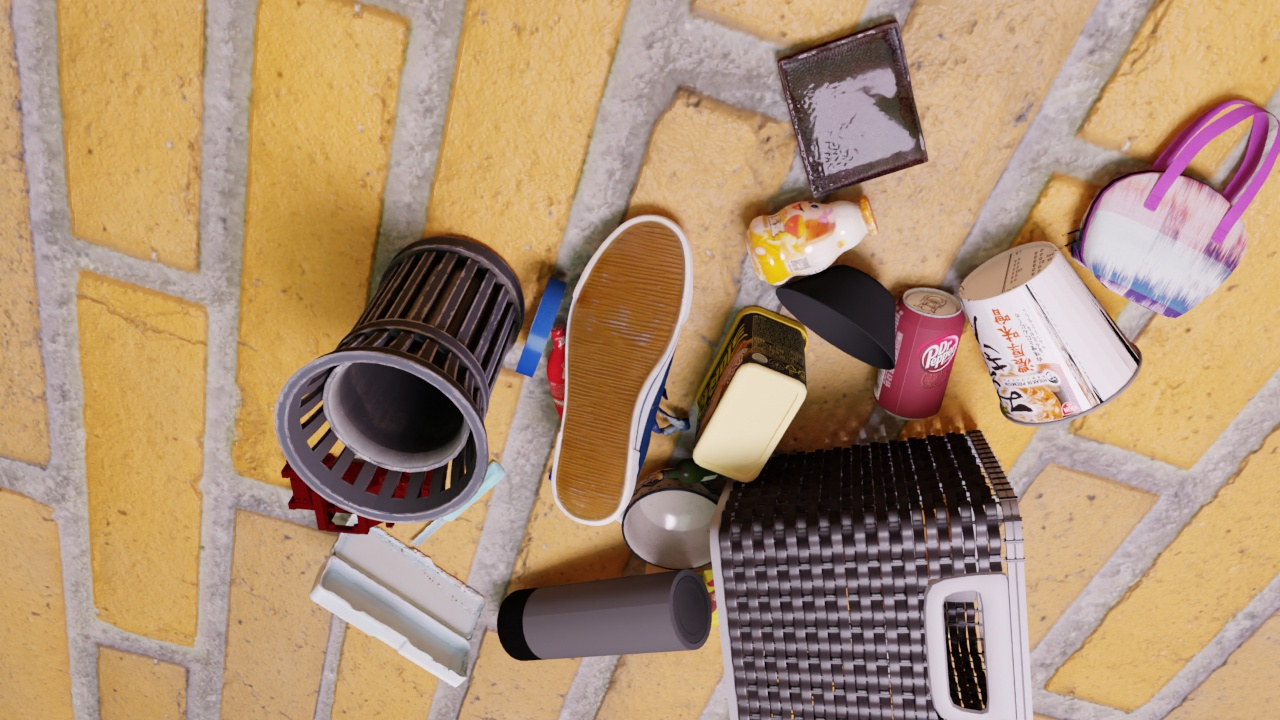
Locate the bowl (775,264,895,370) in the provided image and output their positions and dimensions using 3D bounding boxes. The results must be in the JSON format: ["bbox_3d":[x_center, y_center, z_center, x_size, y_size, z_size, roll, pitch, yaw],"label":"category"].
[{"bbox_3d":[0.186,-0.049,0.814,0.124,0.124,0.052,36,86,-17],"label":"bowl"}]

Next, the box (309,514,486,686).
[{"bbox_3d":[-0.270,0.271,1.035,0.197,0.135,0.043,40,112,-19],"label":"box"}]

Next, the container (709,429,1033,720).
[{"bbox_3d":[0.211,0.216,0.856,0.244,0.245,0.247,-5,99,14],"label":"container"}]

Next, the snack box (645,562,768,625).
[{"bbox_3d":[0.079,0.257,1.048,0.126,0.040,0.088,-11,121,13],"label":"snack box"}]

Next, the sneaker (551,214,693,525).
[{"bbox_3d":[-0.005,0.005,0.875,0.121,0.127,0.295,16,106,10],"label":"sneaker"}]

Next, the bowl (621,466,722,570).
[{"bbox_3d":[0.040,0.161,0.977,0.115,0.059,0.116,3,123,4],"label":"bowl"}]

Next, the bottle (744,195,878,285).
[{"bbox_3d":[0.147,-0.107,0.788,0.109,0.063,0.063,-18,119,17],"label":"bottle"}]

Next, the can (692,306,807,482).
[{"bbox_3d":[0.102,0.033,0.860,0.072,0.100,0.131,22,123,-5],"label":"can"}]

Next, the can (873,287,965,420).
[{"bbox_3d":[0.255,-0.005,0.844,0.063,0.063,0.114,5,123,2],"label":"can"}]

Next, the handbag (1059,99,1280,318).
[{"bbox_3d":[0.446,-0.129,0.750,0.144,0.068,0.170,23,116,-10],"label":"handbag"}]

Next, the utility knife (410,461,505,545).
[{"bbox_3d":[-0.209,0.167,1.033,0.022,0.015,0.169,40,116,-18],"label":"utility knife"}]

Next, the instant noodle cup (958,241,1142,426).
[{"bbox_3d":[0.344,-0.029,0.795,0.124,0.123,0.122,-29,107,22],"label":"instant noodle cup"}]

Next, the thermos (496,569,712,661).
[{"bbox_3d":[-0.044,0.286,1.020,0.241,0.082,0.082,-16,121,33],"label":"thermos"}]

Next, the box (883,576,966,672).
[{"bbox_3d":[0.305,0.292,1.019,0.081,0.091,0.161,23,121,11],"label":"box"}]

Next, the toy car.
[{"bbox_3d":[-0.306,0.147,1.002,0.170,0.061,0.070,5,124,3],"label":"toy car"}]

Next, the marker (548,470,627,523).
[{"bbox_3d":[-0.038,0.158,1.009,0.141,0.020,0.020,34,120,-15],"label":"marker"}]

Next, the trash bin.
[{"bbox_3d":[-0.188,0.001,0.795,0.164,0.226,0.164,3,123,4],"label":"trash bin"}]

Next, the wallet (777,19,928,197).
[{"bbox_3d":[0.173,-0.202,0.745,0.099,0.031,0.120,-16,118,13],"label":"wallet"}]

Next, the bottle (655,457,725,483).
[{"bbox_3d":[0.054,0.111,0.928,0.105,0.025,0.025,-2,136,-45],"label":"bottle"}]

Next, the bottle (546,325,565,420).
[{"bbox_3d":[-0.068,0.029,0.912,0.042,0.041,0.142,-5,122,9],"label":"bottle"}]

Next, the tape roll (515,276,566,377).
[{"bbox_3d":[-0.092,-0.031,0.844,0.016,0.093,0.091,20,107,-8],"label":"tape roll"}]
